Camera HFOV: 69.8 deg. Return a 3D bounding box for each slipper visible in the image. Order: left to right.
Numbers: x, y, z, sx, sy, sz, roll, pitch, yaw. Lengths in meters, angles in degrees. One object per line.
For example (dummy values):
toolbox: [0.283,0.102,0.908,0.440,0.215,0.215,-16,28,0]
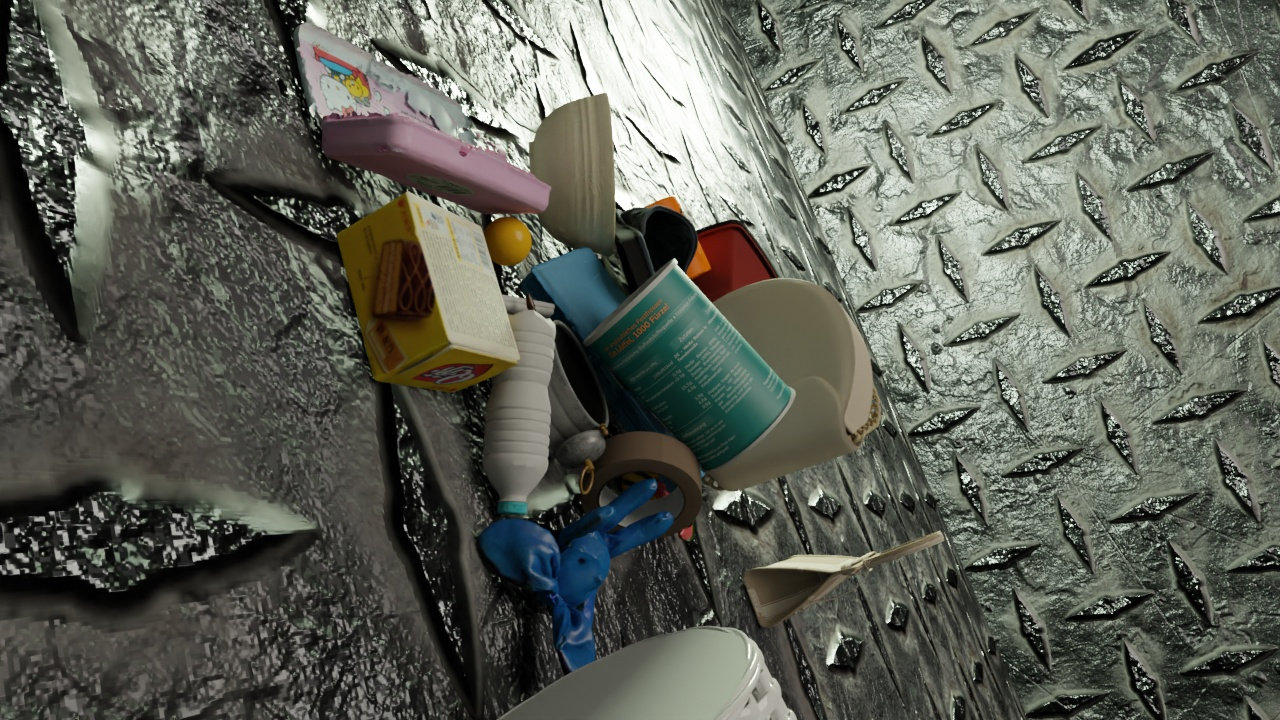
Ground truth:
slipper: [0.020,-0.106,0.929,0.265,0.083,0.109,-113,-176,-76]

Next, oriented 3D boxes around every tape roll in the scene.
tape roll: [0.001,0.099,0.718,0.094,0.094,0.030,52,24,-32]

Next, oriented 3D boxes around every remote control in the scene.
remote control: [-0.109,-0.041,0.697,0.130,0.033,0.012,4,79,-68]

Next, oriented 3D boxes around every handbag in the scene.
handbag: [0.129,0.018,0.961,0.103,0.211,0.208,40,34,-50]
handbag: [0.235,0.223,1.005,0.175,0.198,0.062,14,54,-65]

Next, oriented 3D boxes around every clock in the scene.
clock: [-0.062,0.032,0.694,0.147,0.056,0.104,69,11,23]

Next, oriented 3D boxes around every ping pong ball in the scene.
ping pong ball: [-0.109,-0.097,0.750,0.040,0.040,0.040,51,25,-34]

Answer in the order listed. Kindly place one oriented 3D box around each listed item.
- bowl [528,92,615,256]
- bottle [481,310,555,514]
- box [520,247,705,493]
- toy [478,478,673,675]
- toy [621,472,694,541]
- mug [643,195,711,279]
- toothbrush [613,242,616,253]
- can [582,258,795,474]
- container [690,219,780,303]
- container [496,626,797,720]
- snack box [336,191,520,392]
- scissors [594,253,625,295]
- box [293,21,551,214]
bowl: [-0.066,-0.172,0.860,0.151,0.075,0.150,175,-88,-85]
bottle: [-0.083,0.036,0.623,0.044,0.044,0.136,25,64,-60]
box: [0.002,-0.001,0.838,0.231,0.060,0.175,53,19,3]
toy: [-0.040,0.133,0.620,0.113,0.071,0.175,61,31,-6]
toy: [0.021,0.118,0.826,0.103,0.046,0.084,35,49,-46]
mug: [0.025,-0.133,1.097,0.096,0.077,0.113,64,-11,-2]
toothbrush: [-0.051,-0.181,1.033,0.021,0.016,0.135,13,57,-65]
can: [0.039,0.005,0.737,0.144,0.099,0.099,47,23,-6]
container: [0.105,-0.112,1.198,0.148,0.127,0.200,49,32,-38]
container: [0.013,0.255,0.431,0.187,0.190,0.189,64,20,-1]
snack box: [-0.134,-0.039,0.588,0.083,0.061,0.105,17,51,-64]
scissors: [-0.041,-0.124,0.992,0.131,0.014,0.152,51,27,-32]
box: [-0.154,-0.176,0.680,0.201,0.111,0.101,8,85,-66]
